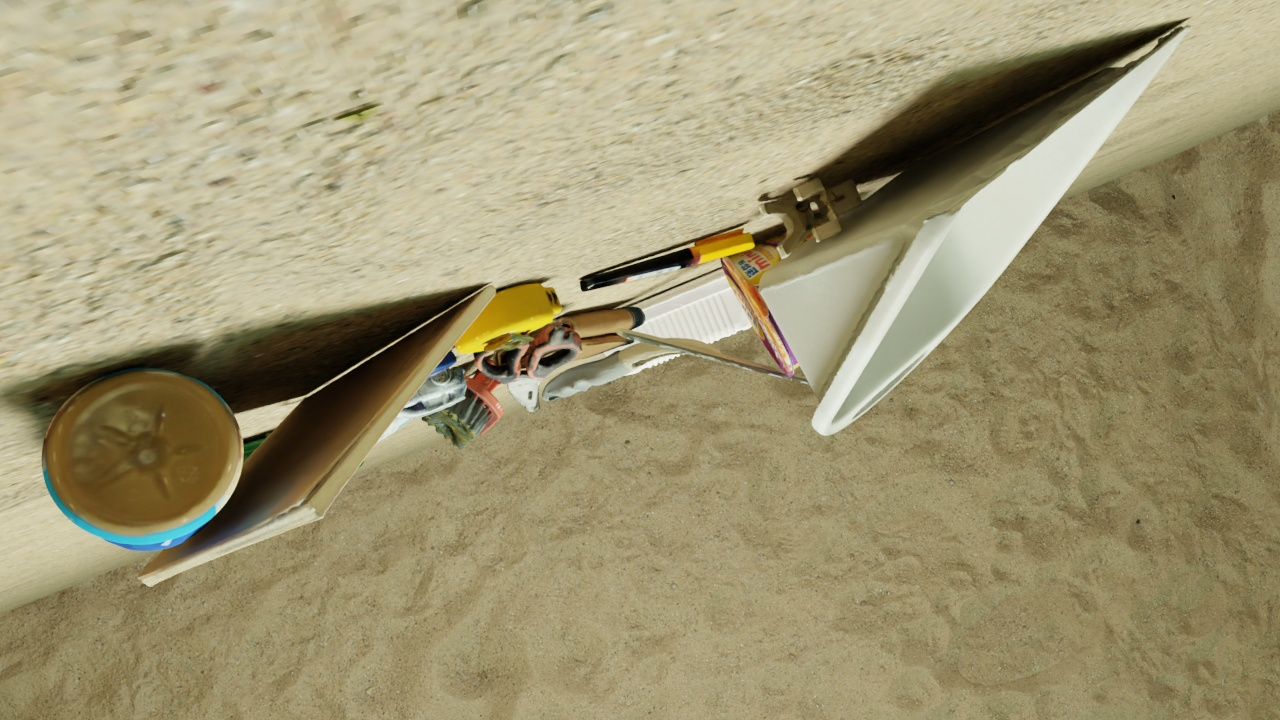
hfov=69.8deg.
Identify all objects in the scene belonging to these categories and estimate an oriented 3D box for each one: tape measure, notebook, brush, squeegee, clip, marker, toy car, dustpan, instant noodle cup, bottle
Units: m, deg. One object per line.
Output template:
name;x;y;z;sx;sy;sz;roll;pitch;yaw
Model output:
tape measure;-0.077;-0.020;0.507;0.060;0.029;0.057;-23;177;24
notebook;-0.172;0.041;0.477;0.212;0.012;0.149;-24;-154;42
brush;-0.156;0.036;0.842;0.069;0.063;0.146;-53;-172;-20
squeegee;-0.005;0.005;0.795;0.246;0.039;0.247;13;163;-42
clip;0.104;-0.088;0.551;0.076;0.035;0.100;-24;-178;27
marker;0.018;-0.063;0.581;0.123;0.015;0.018;-18;175;-22
toy car;-0.177;0.028;0.706;0.090;0.034;0.043;-19;180;-18
dustpan;0.196;-0.048;0.566;0.222;0.142;0.258;-36;-171;-25
instant noodle cup;0.037;-0.036;0.888;0.173;0.060;0.138;-20;178;7
instant noodle cup;0.131;-0.057;0.718;0.099;0.111;0.111;-29;178;2
bottle;-0.224;0.055;0.419;0.065;0.065;0.219;-20;178;-30

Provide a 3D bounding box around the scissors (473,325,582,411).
scissors;-0.078;0.010;0.727;0.177;0.015;0.210;-19;163;27

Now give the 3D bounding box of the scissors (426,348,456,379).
scissors;-0.152;0.008;0.601;0.176;0.012;0.162;-28;-179;7

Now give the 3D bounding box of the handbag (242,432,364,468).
handbag;-0.300;0.098;0.757;0.120;0.068;0.132;-21;179;-32

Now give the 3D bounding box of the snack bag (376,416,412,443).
snack bag;-0.202;0.043;0.743;0.045;0.026;0.105;-6;-159;40

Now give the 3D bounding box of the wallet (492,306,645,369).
wallet;-0.058;-0.018;0.772;0.090;0.033;0.115;-21;175;29
